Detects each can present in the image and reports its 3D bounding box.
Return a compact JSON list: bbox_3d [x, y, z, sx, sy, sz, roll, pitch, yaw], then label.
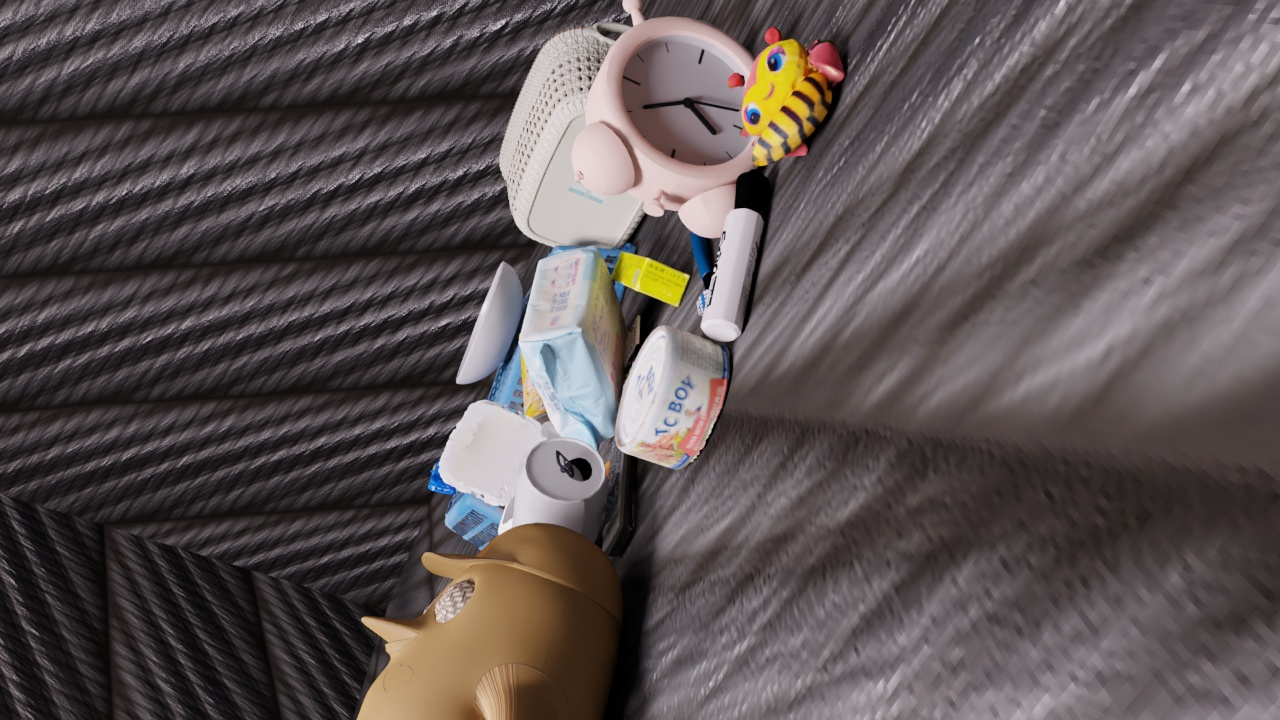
[{"bbox_3d":[-0.085,0.018,0.919,0.068,0.067,0.105,130,139,-57],"label":"can"},{"bbox_3d":[0.019,0.023,0.578,0.086,0.043,0.086,-161,91,-77],"label":"can"},{"bbox_3d":[-0.060,0.109,0.668,0.064,0.064,0.128,-82,3,-46],"label":"can"}]

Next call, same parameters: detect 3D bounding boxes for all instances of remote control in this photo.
[{"bbox_3d":[-0.016,0.091,0.684,0.136,0.013,0.033,-90,23,-58],"label":"remote control"},{"bbox_3d":[-0.005,0.005,0.786,0.124,0.011,0.028,-88,22,-56],"label":"remote control"}]

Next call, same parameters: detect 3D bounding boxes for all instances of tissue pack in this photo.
[{"bbox_3d":[-0.057,-0.014,0.811,0.181,0.070,0.112,-85,-20,-55],"label":"tissue pack"}]

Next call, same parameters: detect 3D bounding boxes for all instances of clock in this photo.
[{"bbox_3d":[0.025,-0.170,0.664,0.086,0.131,0.160,132,155,-60],"label":"clock"}]

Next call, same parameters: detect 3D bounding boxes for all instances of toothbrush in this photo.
[{"bbox_3d":[0.047,-0.071,0.685,0.014,0.014,0.167,-51,19,23],"label":"toothbrush"}]

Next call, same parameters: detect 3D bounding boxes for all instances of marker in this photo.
[{"bbox_3d":[0.063,-0.071,0.587,0.025,0.025,0.125,133,155,-60],"label":"marker"}]

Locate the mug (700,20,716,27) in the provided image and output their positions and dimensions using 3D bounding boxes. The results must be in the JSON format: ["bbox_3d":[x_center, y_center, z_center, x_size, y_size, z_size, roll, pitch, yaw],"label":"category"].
[{"bbox_3d":[0.053,-0.247,0.843,0.089,0.071,0.107,-102,18,-57],"label":"mug"}]

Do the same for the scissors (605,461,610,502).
[{"bbox_3d":[-0.049,0.130,0.772,0.127,0.011,0.125,-95,30,-67],"label":"scissors"}]

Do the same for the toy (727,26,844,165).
[{"bbox_3d":[0.090,-0.164,0.576,0.084,0.046,0.103,-36,39,28],"label":"toy"}]

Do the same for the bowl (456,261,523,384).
[{"bbox_3d":[-0.166,-0.037,1.053,0.149,0.043,0.149,-160,91,-78],"label":"bowl"}]

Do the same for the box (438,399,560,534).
[{"bbox_3d":[-0.120,0.102,0.837,0.126,0.137,0.108,136,150,-66],"label":"box"}]

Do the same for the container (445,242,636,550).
[{"bbox_3d":[-0.127,0.047,1.067,0.258,0.089,0.361,138,151,-65],"label":"container"}]

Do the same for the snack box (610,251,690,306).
[{"bbox_3d":[0.006,-0.073,0.803,0.148,0.040,0.029,-137,69,-77],"label":"snack box"}]

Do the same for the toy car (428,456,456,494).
[{"bbox_3d":[-0.218,0.111,1.051,0.092,0.033,0.062,-129,53,-76],"label":"toy car"}]

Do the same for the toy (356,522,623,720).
[{"bbox_3d":[-0.087,0.185,0.536,0.199,0.162,0.202,-36,24,56],"label":"toy"}]

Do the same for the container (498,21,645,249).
[{"bbox_3d":[-0.056,-0.239,1.046,0.142,0.184,0.247,-94,26,-42],"label":"container"}]
